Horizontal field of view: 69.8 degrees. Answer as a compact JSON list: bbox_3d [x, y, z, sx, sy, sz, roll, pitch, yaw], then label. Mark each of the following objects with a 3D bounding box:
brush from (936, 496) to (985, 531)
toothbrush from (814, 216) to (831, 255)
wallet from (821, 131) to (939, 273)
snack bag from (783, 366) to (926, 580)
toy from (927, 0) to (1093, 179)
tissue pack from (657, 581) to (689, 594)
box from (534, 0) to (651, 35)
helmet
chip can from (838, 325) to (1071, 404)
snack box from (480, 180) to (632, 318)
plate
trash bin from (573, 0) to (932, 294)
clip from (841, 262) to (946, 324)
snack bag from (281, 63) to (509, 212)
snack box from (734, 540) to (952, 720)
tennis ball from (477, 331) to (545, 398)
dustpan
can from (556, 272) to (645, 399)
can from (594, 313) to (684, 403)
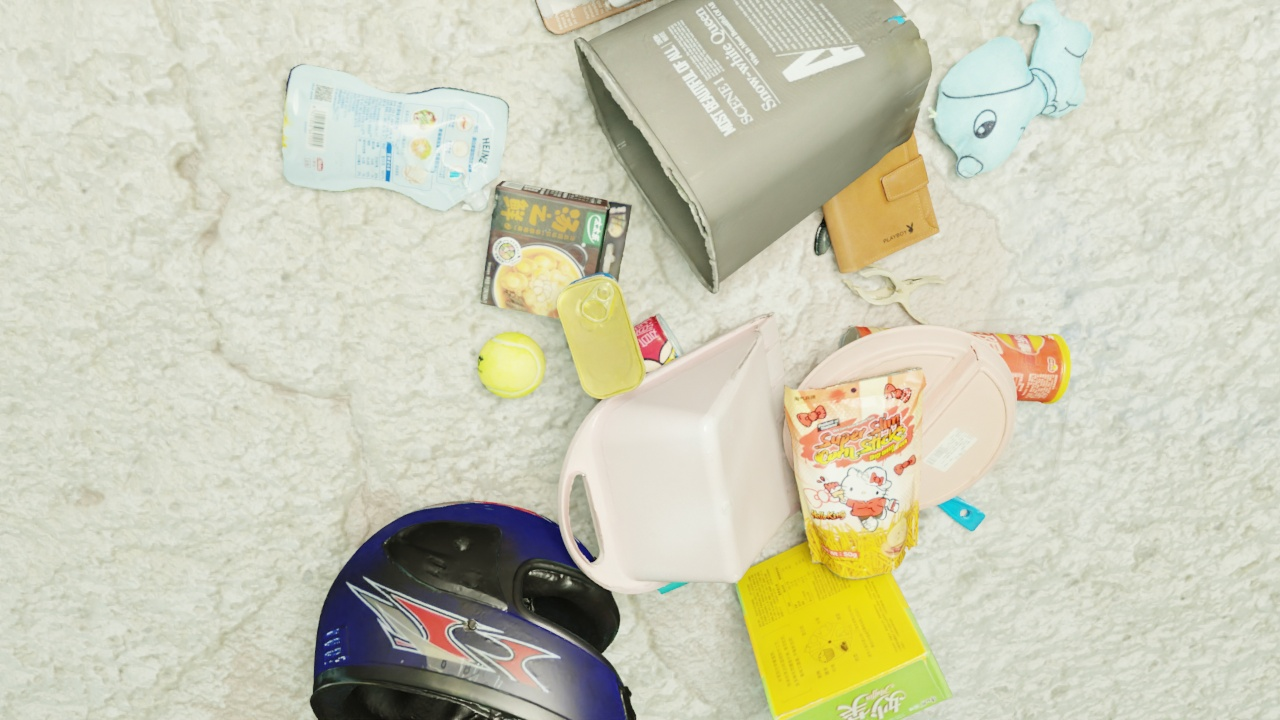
[{"bbox_3d":[0.270,0.112,0.971,0.254,0.046,0.083,33,100,-18],"label":"brush"},{"bbox_3d":[0.193,-0.190,0.867,0.014,0.016,0.189,7,107,-17],"label":"toothbrush"},{"bbox_3d":[0.219,-0.161,0.863,0.107,0.031,0.132,-24,113,-7],"label":"wallet"},{"bbox_3d":[0.208,0.106,0.873,0.128,0.073,0.208,-8,118,4],"label":"snack bag"},{"bbox_3d":[0.336,-0.247,0.841,0.156,0.049,0.161,1,104,-7],"label":"toy"},{"bbox_3d":[0.037,0.177,0.964,0.093,0.050,0.133,-24,110,2],"label":"tissue pack"},{"bbox_3d":[-0.041,-0.373,0.736,0.188,0.154,0.183,-13,109,31],"label":"box"},{"bbox_3d":[-0.138,0.258,0.867,0.316,0.239,0.248,9,134,13],"label":"helmet"},{"bbox_3d":[0.310,0.005,0.915,0.216,0.073,0.073,2,109,-6],"label":"chip can"},{"bbox_3d":[-0.079,-0.101,0.862,0.125,0.053,0.113,10,108,-3],"label":"snack box"},{"bbox_3d":[0.256,0.068,0.897,0.229,0.028,0.230,-2,124,-2],"label":"plate"},{"bbox_3d":[0.093,-0.205,0.747,0.220,0.199,0.199,-32,74,0],"label":"trash bin"},{"bbox_3d":[0.250,-0.070,0.907,0.100,0.034,0.071,12,108,-18],"label":"clip"},{"bbox_3d":[-0.218,-0.195,0.820,0.191,0.039,0.110,8,103,-9],"label":"snack bag"},{"bbox_3d":[0.191,0.270,0.915,0.158,0.209,0.070,-27,116,8],"label":"snack box"},{"bbox_3d":[-0.124,0.005,0.882,0.065,0.065,0.065,-1,109,-4],"label":"tennis ball"},{"bbox_3d":[0.044,0.095,0.877,0.139,0.272,0.223,-2,108,27],"label":"dustpan"},{"bbox_3d":[-0.034,-0.025,0.809,0.057,0.083,0.102,-17,100,1],"label":"can"},{"bbox_3d":[-0.005,0.005,0.892,0.094,0.066,0.066,-31,109,6],"label":"can"}]
